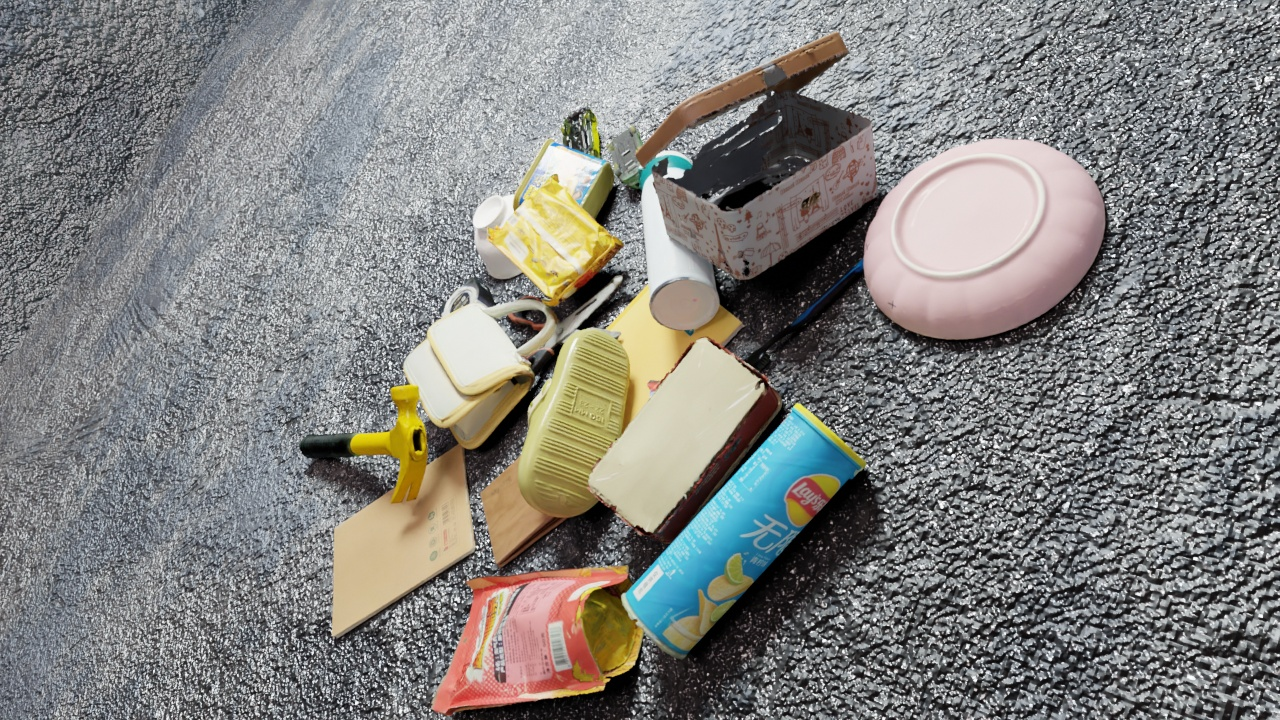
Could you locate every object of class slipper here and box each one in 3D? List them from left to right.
[{"bbox_3d":[-0.066,0.062,0.884,0.082,0.091,0.190,-29,40,57],"label":"slipper"}]

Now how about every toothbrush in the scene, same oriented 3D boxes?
[{"bbox_3d":[0.161,-0.049,0.826,0.189,0.016,0.014,-42,37,5],"label":"toothbrush"}]

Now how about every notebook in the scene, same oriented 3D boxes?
[{"bbox_3d":[-0.268,0.198,1.022,0.208,0.008,0.147,-34,44,17],"label":"notebook"},{"bbox_3d":[-0.006,0.005,0.930,0.206,0.010,0.146,-48,42,4],"label":"notebook"}]

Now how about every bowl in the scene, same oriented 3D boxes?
[{"bbox_3d":[-0.171,-0.168,1.154,0.118,0.064,0.118,-23,49,29],"label":"bowl"}]

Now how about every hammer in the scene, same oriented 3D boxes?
[{"bbox_3d":[-0.335,0.101,1.093,0.301,0.032,0.128,-7,89,49],"label":"hammer"}]

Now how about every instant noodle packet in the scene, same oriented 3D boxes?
[{"bbox_3d":[-0.097,-0.134,1.022,0.110,0.044,0.128,-42,70,-2],"label":"instant noodle packet"}]

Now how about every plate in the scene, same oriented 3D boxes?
[{"bbox_3d":[0.269,-0.109,0.747,0.193,0.039,0.192,-20,51,26],"label":"plate"}]

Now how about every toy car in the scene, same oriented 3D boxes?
[{"bbox_3d":[-0.073,-0.273,1.168,0.048,0.032,0.105,-20,62,29],"label":"toy car"},{"bbox_3d":[-0.011,-0.241,1.088,0.043,0.036,0.091,-34,45,19],"label":"toy car"}]

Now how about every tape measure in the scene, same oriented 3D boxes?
[{"bbox_3d":[-0.214,-0.062,1.140,0.066,0.033,0.066,-42,40,12],"label":"tape measure"}]

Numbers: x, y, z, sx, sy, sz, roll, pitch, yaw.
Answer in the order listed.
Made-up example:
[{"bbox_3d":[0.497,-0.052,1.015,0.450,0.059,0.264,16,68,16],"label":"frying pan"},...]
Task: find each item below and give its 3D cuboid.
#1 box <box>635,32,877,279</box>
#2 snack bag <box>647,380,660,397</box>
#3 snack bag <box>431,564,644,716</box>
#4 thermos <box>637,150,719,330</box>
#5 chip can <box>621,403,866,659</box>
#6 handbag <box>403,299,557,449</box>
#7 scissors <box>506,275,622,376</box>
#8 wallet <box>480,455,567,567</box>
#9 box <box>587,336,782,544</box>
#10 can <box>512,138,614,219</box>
[{"bbox_3d":[0.102,-0.204,0.825,0.181,0.166,0.150,-34,45,-18],"label":"box"},{"bbox_3d":[0.020,0.063,0.851,0.048,0.026,0.104,0,68,22],"label":"snack bag"},{"bbox_3d":[-0.097,0.242,0.808,0.208,0.073,0.128,-20,46,36],"label":"snack bag"},{"bbox_3d":[0.039,-0.133,0.941,0.073,0.073,0.223,-28,42,23],"label":"thermos"},{"bbox_3d":[0.080,0.134,0.722,0.210,0.071,0.071,-48,42,4],"label":"chip can"},{"bbox_3d":[-0.176,-0.010,1.030,0.179,0.063,0.163,-45,42,3],"label":"handbag"},{"bbox_3d":[-0.105,-0.022,1.025,0.225,0.015,0.188,16,74,49],"label":"scissors"},{"bbox_3d":[-0.114,0.138,0.925,0.115,0.020,0.101,-41,41,14],"label":"wallet"},{"bbox_3d":[0.035,0.066,0.784,0.091,0.078,0.168,37,88,25],"label":"box"},{"bbox_3d":[-0.090,-0.202,1.093,0.083,0.057,0.102,24,77,16],"label":"can"}]
